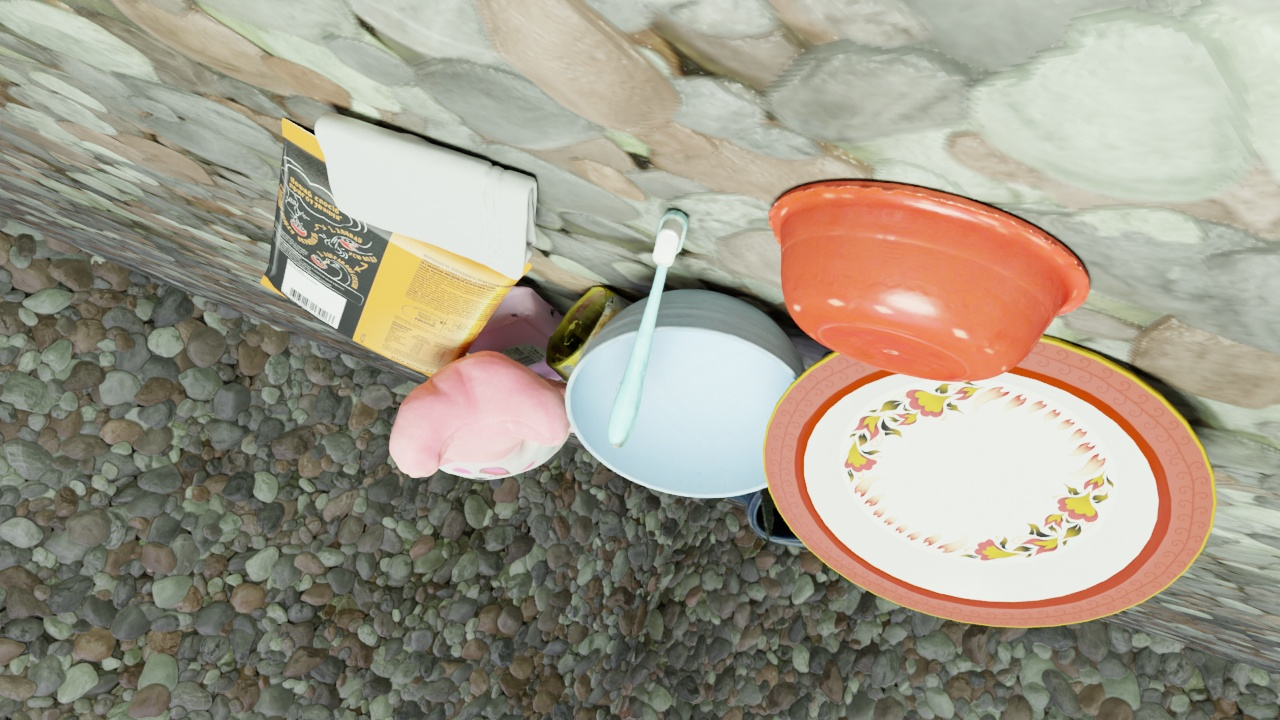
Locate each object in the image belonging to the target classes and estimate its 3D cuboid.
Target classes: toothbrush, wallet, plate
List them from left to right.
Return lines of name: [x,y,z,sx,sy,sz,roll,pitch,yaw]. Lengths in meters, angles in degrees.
wallet: [-0.109,-0.092,0.489,0.116,0.032,0.086,22,156,-3]
toothbrush: [0.000,-0.007,0.495,0.016,0.016,0.181,16,138,2]
plate: [0.182,0.068,0.507,0.230,0.021,0.230,14,134,15]

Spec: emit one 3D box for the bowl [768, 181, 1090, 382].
bowl: [0.109,-0.024,0.377,0.130,0.045,0.130,19,171,3]

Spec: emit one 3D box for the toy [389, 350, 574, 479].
toy: [-0.111,0.046,0.701,0.142,0.084,0.213,-13,171,-1]

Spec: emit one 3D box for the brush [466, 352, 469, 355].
brush: [-0.170,-0.017,0.856,0.217,0.012,0.033,43,177,15]

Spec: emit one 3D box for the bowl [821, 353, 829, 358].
bowl: [0.165,0.032,0.605,0.106,0.039,0.106,19,171,3]

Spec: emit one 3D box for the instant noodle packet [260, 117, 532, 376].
instant noodle packet: [-0.176,-0.057,0.621,0.160,0.032,0.221,30,150,-11]

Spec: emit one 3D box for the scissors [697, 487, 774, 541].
scissors: [0.092,0.051,0.648,0.013,0.157,0.169,89,159,-46]

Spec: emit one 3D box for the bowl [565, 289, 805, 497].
bowl: [0.034,0.011,0.569,0.150,0.074,0.151,7,135,7]

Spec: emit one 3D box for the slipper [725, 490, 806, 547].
slipper: [0.145,0.123,0.878,0.253,0.095,0.105,15,132,47]

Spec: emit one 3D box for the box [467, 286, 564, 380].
box: [-0.121,-0.044,0.785,0.101,0.103,0.201,-22,164,5]

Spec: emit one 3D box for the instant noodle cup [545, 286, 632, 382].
instant noodle cup: [-0.004,0.004,0.657,0.108,0.102,0.102,36,165,-25]
